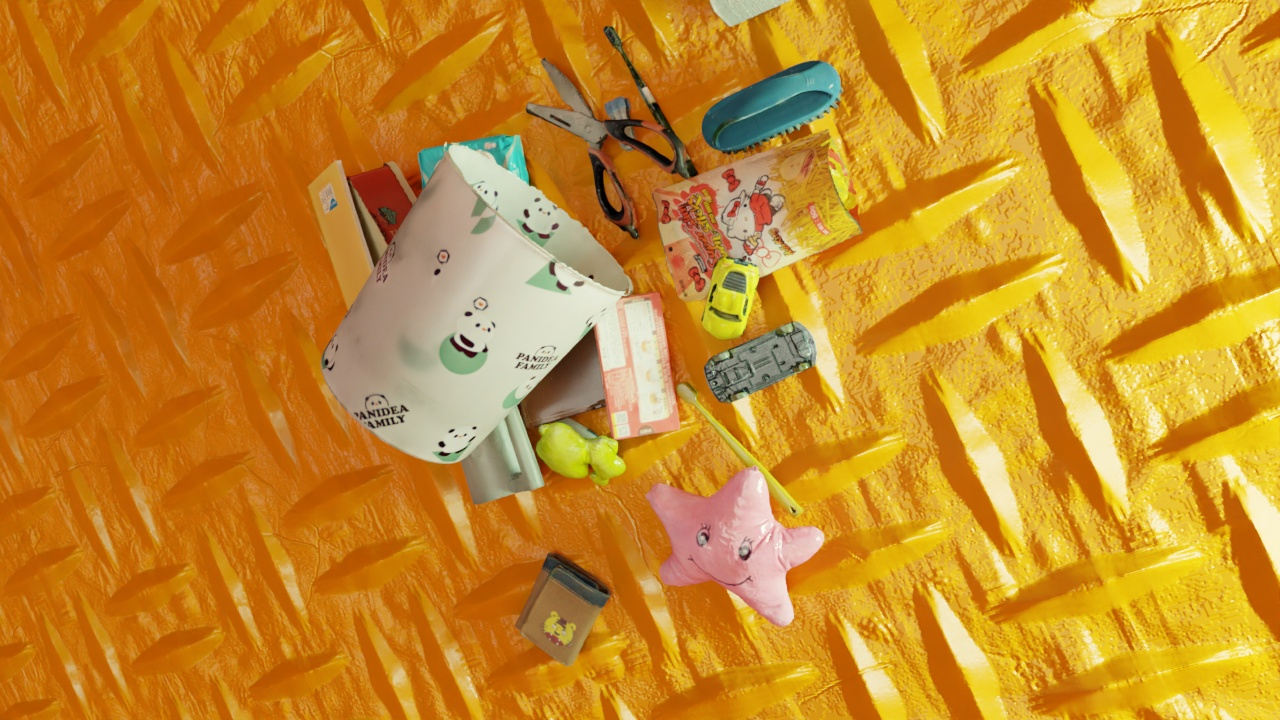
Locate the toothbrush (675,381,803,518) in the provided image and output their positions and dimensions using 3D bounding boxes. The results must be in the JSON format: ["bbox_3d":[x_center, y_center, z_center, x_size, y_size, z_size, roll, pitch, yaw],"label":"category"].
[{"bbox_3d":[0.106,0.095,0.991,0.190,0.016,0.016,47,110,7],"label":"toothbrush"}]

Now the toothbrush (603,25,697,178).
[{"bbox_3d":[0.010,-0.274,0.969,0.012,0.017,0.186,-31,87,15],"label":"toothbrush"}]

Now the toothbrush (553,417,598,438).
[{"bbox_3d":[-0.121,0.051,1.074,0.191,0.018,0.016,30,103,12],"label":"toothbrush"}]

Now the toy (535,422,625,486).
[{"bbox_3d":[-0.071,0.108,1.041,0.100,0.031,0.097,-7,123,19],"label":"toy"}]

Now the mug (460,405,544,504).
[{"bbox_3d":[-0.158,0.101,1.048,0.124,0.083,0.103,-20,88,54],"label":"mug"}]

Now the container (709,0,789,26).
[{"bbox_3d":[0.120,-0.387,0.872,0.114,0.090,0.090,-14,93,19],"label":"container"}]

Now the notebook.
[{"bbox_3d":[-0.342,-0.119,1.082,0.146,0.010,0.206,-5,104,58],"label":"notebook"}]

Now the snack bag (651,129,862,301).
[{"bbox_3d":[0.113,-0.145,0.932,0.208,0.073,0.128,-17,92,30],"label":"snack bag"}]

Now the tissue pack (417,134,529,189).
[{"bbox_3d":[-0.190,-0.201,1.041,0.134,0.050,0.093,-5,98,23],"label":"tissue pack"}]

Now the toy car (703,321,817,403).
[{"bbox_3d":[0.125,0.002,0.959,0.121,0.036,0.054,-25,88,13],"label":"toy car"}]

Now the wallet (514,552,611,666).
[{"bbox_3d":[-0.095,0.297,1.093,0.090,0.033,0.115,31,111,13],"label":"wallet"}]

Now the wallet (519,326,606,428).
[{"bbox_3d":[-0.084,0.014,1.038,0.125,0.032,0.101,-16,88,13],"label":"wallet"}]

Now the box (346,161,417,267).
[{"bbox_3d":[-0.285,-0.132,1.057,0.168,0.078,0.092,59,149,4],"label":"box"}]

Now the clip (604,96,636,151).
[{"bbox_3d":[-0.019,-0.253,0.983,0.025,0.036,0.058,-16,92,20],"label":"clip"}]

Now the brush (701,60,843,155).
[{"bbox_3d":[0.124,-0.249,0.898,0.144,0.073,0.055,-19,84,23],"label":"brush"}]

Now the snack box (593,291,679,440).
[{"bbox_3d":[-0.006,0.006,0.999,0.075,0.025,0.153,-10,96,-6],"label":"snack box"}]

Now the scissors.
[{"bbox_3d":[-0.038,-0.232,0.979,0.189,0.015,0.226,-10,103,41],"label":"scissors"}]

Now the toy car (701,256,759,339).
[{"bbox_3d":[0.091,-0.059,0.942,0.048,0.032,0.105,15,136,6],"label":"toy car"}]

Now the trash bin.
[{"bbox_3d":[-0.173,-0.047,0.925,0.229,0.229,0.252,43,104,10],"label":"trash bin"}]

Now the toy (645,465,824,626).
[{"bbox_3d":[0.092,0.183,0.976,0.195,0.074,0.179,19,113,17],"label":"toy"}]
